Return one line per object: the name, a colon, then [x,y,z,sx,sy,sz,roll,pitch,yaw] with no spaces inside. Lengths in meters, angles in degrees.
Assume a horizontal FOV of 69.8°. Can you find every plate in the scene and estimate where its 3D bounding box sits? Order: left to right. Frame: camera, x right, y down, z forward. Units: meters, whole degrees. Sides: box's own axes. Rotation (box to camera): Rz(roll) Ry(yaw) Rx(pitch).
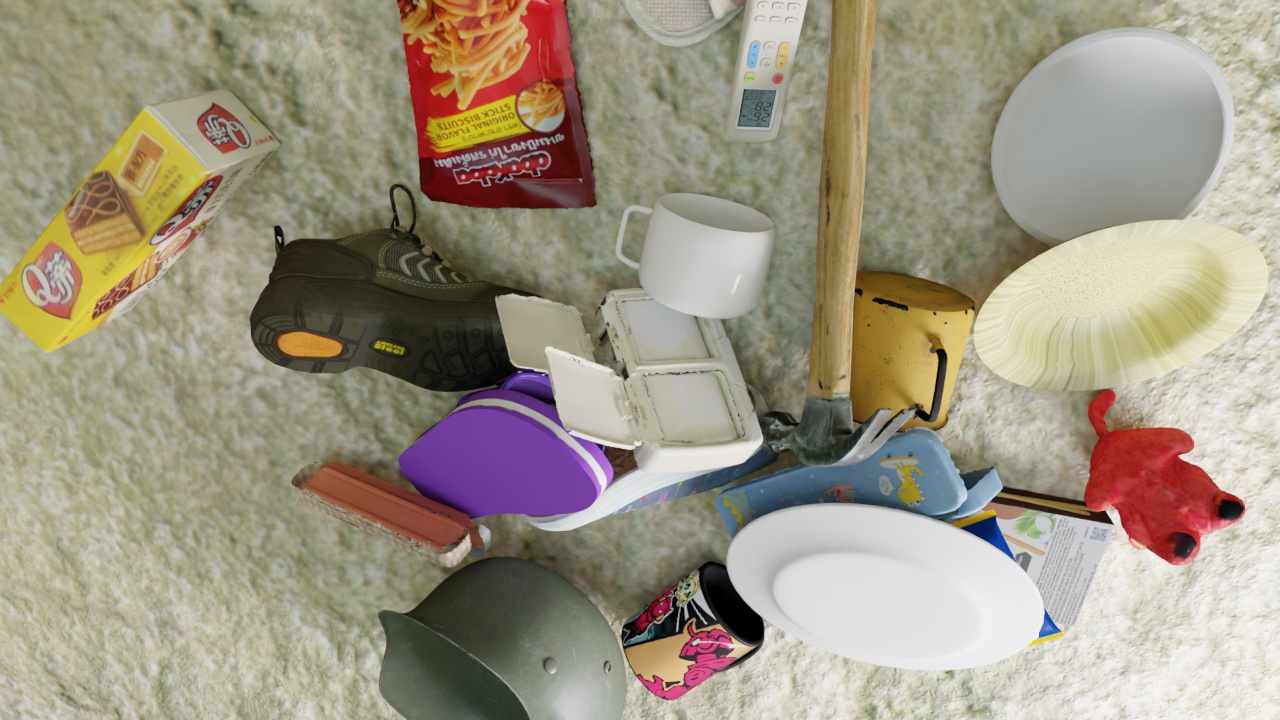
plate: [0.185,0.190,0.723,0.243,0.016,0.243,13,140,11]
plate: [0.329,-0.046,0.647,0.184,0.036,0.185,2,144,1]

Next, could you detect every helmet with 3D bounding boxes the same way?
helmet: [-0.105,0.263,0.796,0.227,0.153,0.268,7,138,39]

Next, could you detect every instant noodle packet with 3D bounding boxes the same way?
instant noodle packet: [0.273,0.187,0.746,0.087,0.026,0.134,-27,106,25]

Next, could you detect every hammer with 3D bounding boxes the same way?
hammer: [0.138,-0.091,0.630,0.033,0.132,0.330,1,94,-27]

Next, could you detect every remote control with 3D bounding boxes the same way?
remote control: [0.086,-0.207,0.633,0.038,0.018,0.126,1,137,-6]

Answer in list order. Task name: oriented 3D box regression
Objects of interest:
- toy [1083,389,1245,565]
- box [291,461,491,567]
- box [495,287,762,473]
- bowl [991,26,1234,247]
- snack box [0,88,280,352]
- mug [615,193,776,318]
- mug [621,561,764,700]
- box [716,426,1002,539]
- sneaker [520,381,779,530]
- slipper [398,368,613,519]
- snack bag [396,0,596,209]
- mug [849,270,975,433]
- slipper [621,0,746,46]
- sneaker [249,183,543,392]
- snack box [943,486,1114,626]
toy: [0.380,0.089,0.709,0.088,0.094,0.133,-33,76,10]
box: [-0.220,0.135,0.798,0.187,0.056,0.071,17,158,24]
box: [-0.005,0.007,0.654,0.187,0.144,0.058,1,147,-34]
bowl: [0.315,-0.151,0.628,0.149,0.043,0.150,4,116,8]
snack box: [-0.400,-0.111,0.727,0.231,0.109,0.061,-38,103,21]
mug: [0.038,-0.080,0.677,0.116,0.094,0.068,17,115,10]
mug: [0.059,0.247,0.821,0.098,0.081,0.118,-41,128,21]
box: [0.162,0.101,0.710,0.210,0.072,0.085,-26,98,42]
sneaker: [0.007,0.087,0.770,0.236,0.087,0.079,-23,141,20]
slipper: [-0.102,0.062,0.738,0.107,0.083,0.267,50,145,-13]
snack bag: [-0.109,-0.213,0.680,0.139,0.066,0.208,-2,121,4]
mug: [0.189,-0.006,0.666,0.100,0.123,0.094,3,112,-13]
slipper: [0.086,-0.317,0.594,0.115,0.052,0.263,43,112,-8]
sneaker: [-0.182,-0.057,0.731,0.237,0.142,0.101,6,140,-27]
snack box: [0.278,0.154,0.765,0.186,0.031,0.101,10,113,5]
